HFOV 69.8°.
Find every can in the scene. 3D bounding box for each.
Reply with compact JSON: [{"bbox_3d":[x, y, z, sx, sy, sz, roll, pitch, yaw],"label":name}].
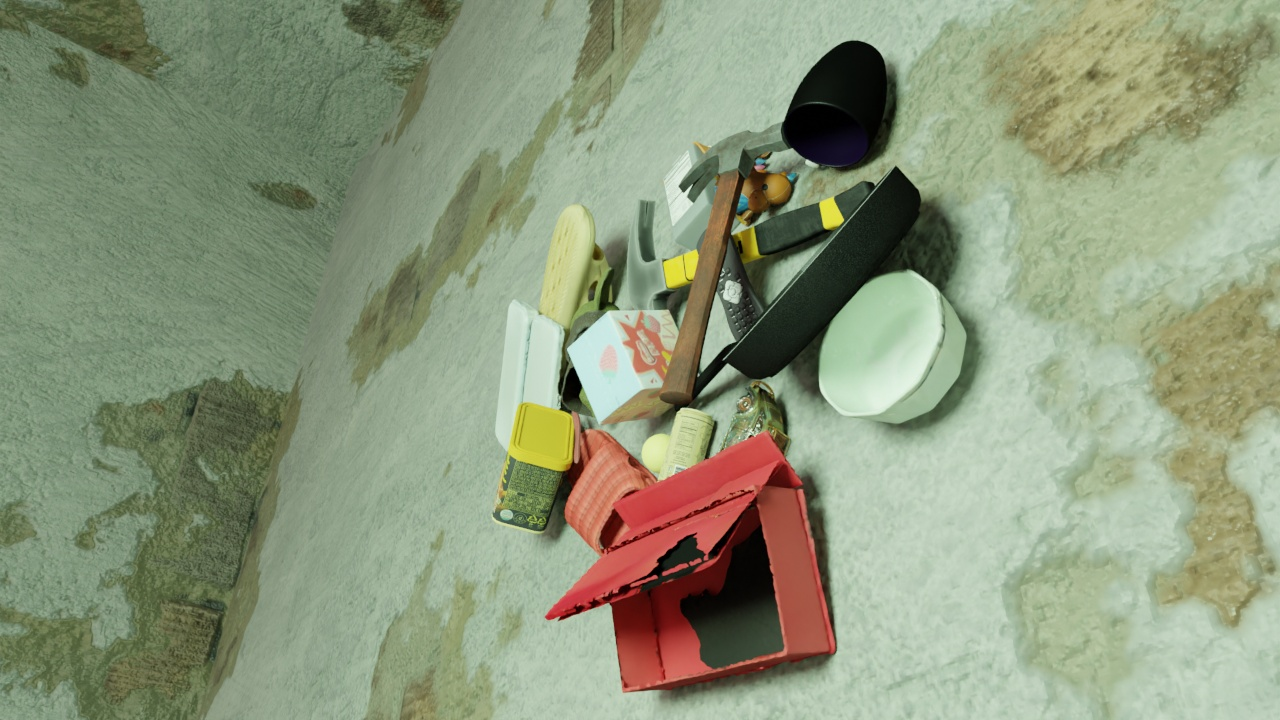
[{"bbox_3d":[0.045,0.089,0.897,0.038,0.038,0.079,-6,64,58],"label":"can"},{"bbox_3d":[-0.127,0.126,1.084,0.130,0.072,0.101,-95,22,-67],"label":"can"}]

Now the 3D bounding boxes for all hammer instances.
[{"bbox_3d":[0.099,-0.117,0.928,0.325,0.034,0.169,-15,82,47],"label":"hammer"},{"bbox_3d":[0.066,-0.094,0.856,0.111,0.028,0.299,-8,54,38],"label":"hammer"}]

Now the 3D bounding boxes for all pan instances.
[{"bbox_3d":[0.118,-0.029,0.799,0.203,0.044,0.357,-46,-4,-37],"label":"pan"}]

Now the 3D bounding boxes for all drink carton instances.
[{"bbox_3d":[0.068,-0.186,1.055,0.076,0.048,0.124,-46,34,32],"label":"drink carton"}]

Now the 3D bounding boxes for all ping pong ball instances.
[{"bbox_3d":[0.021,0.095,0.931,0.040,0.040,0.040,-39,38,40],"label":"ping pong ball"}]

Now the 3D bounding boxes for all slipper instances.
[{"bbox_3d":[-0.044,0.139,0.990,0.103,0.059,0.248,-60,28,11],"label":"slipper"},{"bbox_3d":[-0.084,-0.083,1.210,0.111,0.079,0.262,-123,42,-49],"label":"slipper"}]

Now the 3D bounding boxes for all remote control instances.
[{"bbox_3d":[0.090,-0.076,0.910,0.047,0.009,0.124,-33,74,42],"label":"remote control"}]

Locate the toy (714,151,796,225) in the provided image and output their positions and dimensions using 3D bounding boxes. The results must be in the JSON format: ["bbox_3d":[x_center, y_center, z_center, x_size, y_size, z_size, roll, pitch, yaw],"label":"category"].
[{"bbox_3d":[0.130,-0.195,0.974,0.090,0.070,0.102,12,56,48],"label":"toy"}]

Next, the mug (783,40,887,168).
[{"bbox_3d":[0.188,-0.240,0.877,0.119,0.085,0.100,105,-170,-66],"label":"mug"}]

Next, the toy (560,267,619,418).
[{"bbox_3d":[-0.049,-0.005,1.081,0.180,0.078,0.152,110,167,-45],"label":"toy"}]

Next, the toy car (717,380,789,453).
[{"bbox_3d":[0.101,0.074,0.806,0.047,0.047,0.111,17,79,43],"label":"toy car"}]

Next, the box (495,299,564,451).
[{"bbox_3d":[-0.152,0.035,1.220,0.190,0.037,0.209,-144,59,-61],"label":"box"}]

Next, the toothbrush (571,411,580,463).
[{"bbox_3d":[-0.074,0.074,1.091,0.015,0.015,0.184,-59,16,20],"label":"toothbrush"}]

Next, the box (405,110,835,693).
[{"bbox_3d":[-0.016,0.049,0.773,0.215,0.137,0.467,-32,76,45],"label":"box"}]

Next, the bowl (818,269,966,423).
[{"bbox_3d":[0.196,-0.003,0.688,0.118,0.061,0.117,-40,37,40],"label":"bowl"}]

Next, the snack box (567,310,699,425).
[{"bbox_3d":[-0.006,0.006,0.955,0.080,0.094,0.093,-40,65,39],"label":"snack box"}]
